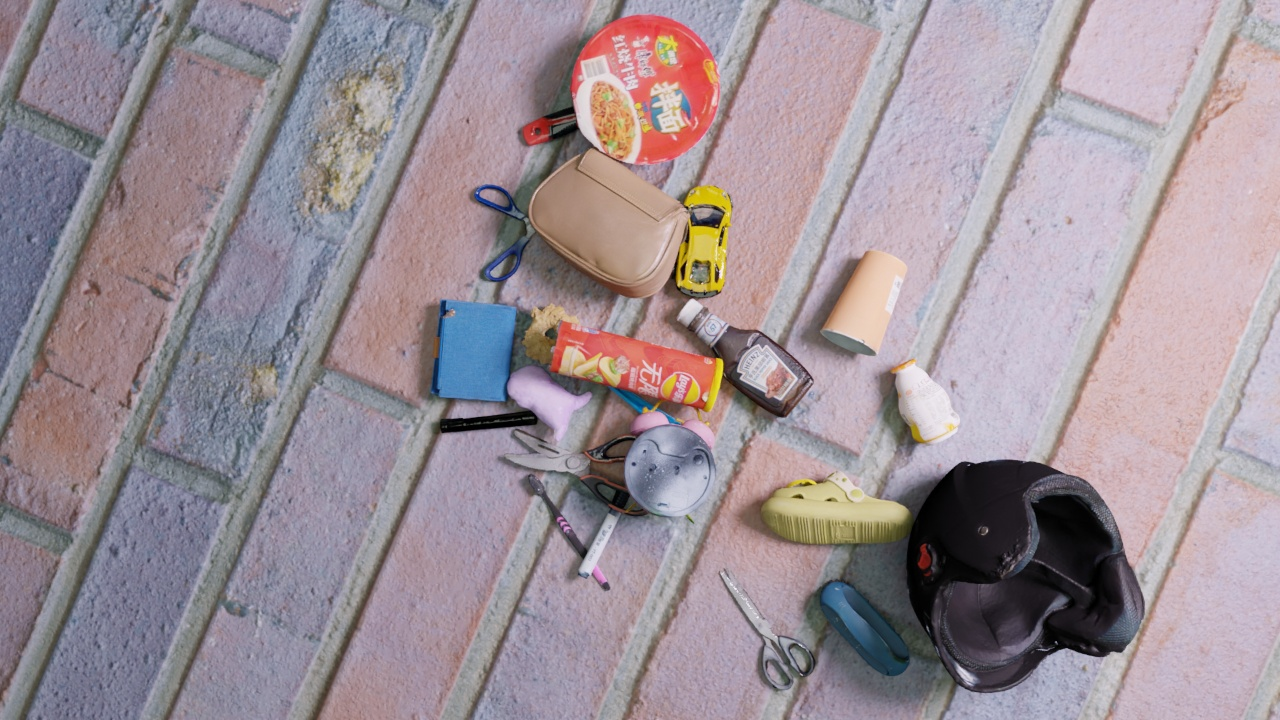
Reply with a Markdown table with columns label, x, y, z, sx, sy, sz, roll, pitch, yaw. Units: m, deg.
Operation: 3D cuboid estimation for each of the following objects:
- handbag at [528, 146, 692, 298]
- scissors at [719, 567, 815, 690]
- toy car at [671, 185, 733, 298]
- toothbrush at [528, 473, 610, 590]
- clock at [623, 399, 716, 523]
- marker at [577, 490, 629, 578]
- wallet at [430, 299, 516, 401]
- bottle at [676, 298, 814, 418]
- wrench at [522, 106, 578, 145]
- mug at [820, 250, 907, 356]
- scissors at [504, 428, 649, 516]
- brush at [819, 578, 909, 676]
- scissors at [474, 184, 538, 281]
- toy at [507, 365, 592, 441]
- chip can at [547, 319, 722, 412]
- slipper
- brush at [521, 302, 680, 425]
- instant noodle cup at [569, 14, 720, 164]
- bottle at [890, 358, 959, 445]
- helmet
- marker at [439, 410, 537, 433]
| label | x | y | z | sx | sy | sz | roll | pitch | yaw |
| --- | --- | --- | --- | --- | --- | --- | --- | --- | --- |
| handbag | -0.038 | -0.176 | 1.194 | 0.204 | 0.100 | 0.147 | 36 | 88 | 16 |
| scissors | 0.169 | 0.346 | 1.212 | 0.137 | 0.014 | 0.174 | -1 | 85 | 5 |
| toy car | 0.083 | -0.159 | 1.219 | 0.071 | 0.041 | 0.156 | 7 | 87 | 4 |
| toothbrush | -0.096 | 0.231 | 1.231 | 0.014 | 0.018 | 0.189 | -35 | 87 | 1 |
| clock | 0.037 | 0.125 | 1.181 | 0.117 | 0.060 | 0.158 | 11 | 79 | -5 |
| marker | -0.049 | 0.228 | 1.222 | 0.022 | 0.018 | 0.130 | 27 | 85 | 14 |
| wallet | -0.226 | -0.013 | 1.238 | 0.106 | 0.040 | 0.133 | 5 | 88 | -4 |
| bottle | 0.133 | -0.009 | 1.209 | 0.195 | 0.044 | 0.080 | 39 | 94 | 5 |
| wrench | -0.033 | -0.356 | 1.246 | 0.273 | 0.016 | 0.056 | -25 | 86 | 3 |
| mug | 0.294 | -0.076 | 1.186 | 0.078 | 0.078 | 0.122 | 25 | 86 | 4 |
| scissors | -0.067 | 0.135 | 1.224 | 0.215 | 0.015 | 0.195 | -29 | 75 | -3 |
| brush | 0.286 | 0.344 | 1.171 | 0.055 | 0.073 | 0.144 | -43 | 86 | 6 |
| scissors | -0.158 | -0.177 | 1.251 | 0.173 | 0.012 | 0.162 | 27 | 88 | 3 |
| toy | -0.127 | 0.046 | 1.227 | 0.108 | 0.039 | 0.083 | 34 | 64 | 9 |
| chip can | -0.007 | 0.007 | 1.172 | 0.216 | 0.073 | 0.073 | 14 | 89 | -1 |
| slipper | 0.253 | 0.189 | 1.184 | 0.191 | 0.092 | 0.081 | 2 | 51 | 12 |
| brush | -0.052 | 0.019 | 1.227 | 0.254 | 0.046 | 0.083 | 38 | 87 | 1 |
| instant noodle cup | 0.006 | -0.348 | 1.203 | 0.194 | 0.066 | 0.194 | 0 | 92 | 1 |
| bottle | 0.362 | 0.053 | 1.180 | 0.063 | 0.063 | 0.108 | -27 | 87 | 3 |
| helmet | 0.430 | 0.246 | 1.090 | 0.233 | 0.230 | 0.275 | 32 | 95 | -21 |
| marker | -0.205 | 0.082 | 1.241 | 0.132 | 0.020 | 0.022 | -6 | 130 | 4 |
